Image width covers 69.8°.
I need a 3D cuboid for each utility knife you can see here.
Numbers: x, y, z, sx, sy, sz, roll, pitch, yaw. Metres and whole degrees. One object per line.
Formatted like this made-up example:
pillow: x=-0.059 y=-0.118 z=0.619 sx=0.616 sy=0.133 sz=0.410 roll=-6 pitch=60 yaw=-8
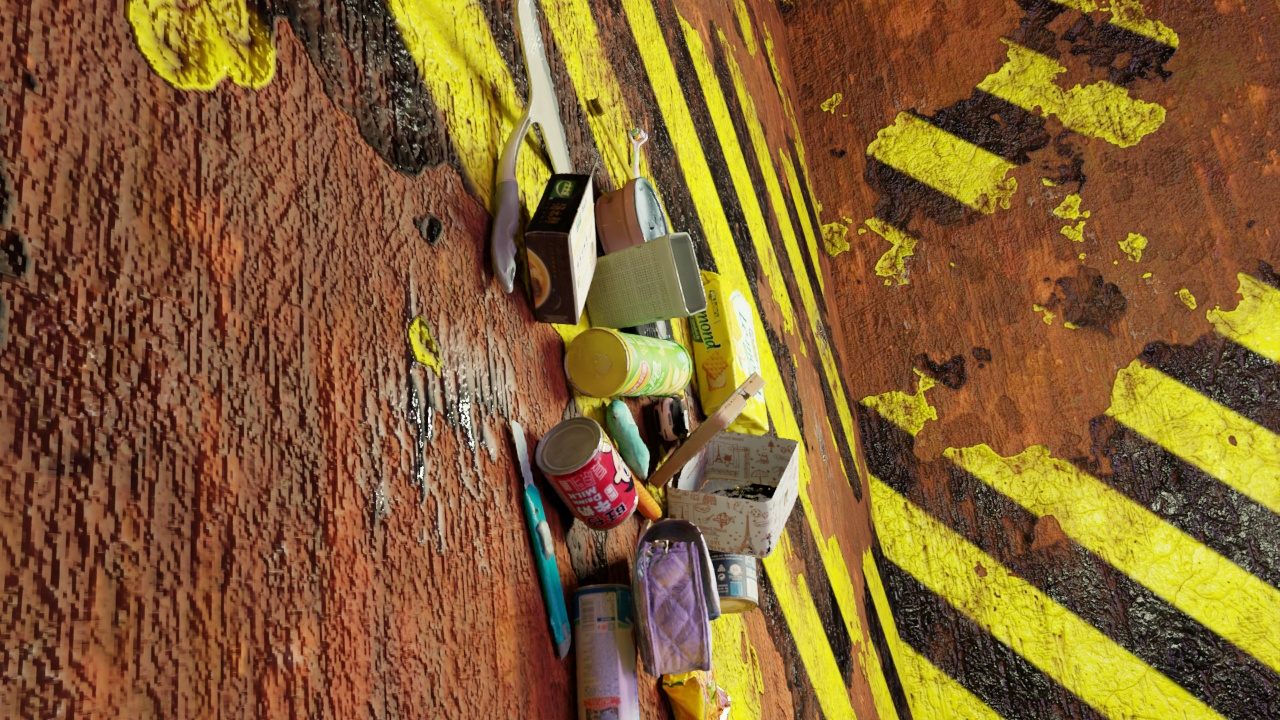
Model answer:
utility knife: x=-0.085 y=0.152 z=0.785 sx=0.029 sy=0.013 sz=0.207 roll=-15 pitch=92 yaw=-71

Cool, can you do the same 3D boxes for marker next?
marker: x=0.054 y=0.071 z=1.217 sx=0.018 sy=0.015 sz=0.124 roll=-2 pitch=82 yaw=-68

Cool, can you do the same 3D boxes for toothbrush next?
toothbrush: x=-0.016 y=-0.252 z=1.185 sx=0.190 sy=0.017 sz=0.015 roll=61 pitch=31 yaw=-22
toothbrush: x=-0.008 y=-0.243 z=1.235 sx=0.021 sy=0.029 sz=0.188 roll=114 pitch=-18 yaw=-54

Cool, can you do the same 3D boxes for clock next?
clock: x=-0.003 y=-0.143 z=1.125 sx=0.117 sy=0.060 sz=0.158 roll=-47 pitch=120 yaw=-68

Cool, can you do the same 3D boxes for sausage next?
sausage: x=-0.013 y=0.132 z=0.980 sx=0.165 sy=0.021 sz=0.021 roll=56 pitch=29 yaw=-46

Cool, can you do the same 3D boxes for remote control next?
remote control: x=0.010 y=-0.043 z=1.148 sx=0.136 sy=0.024 sz=0.053 roll=-1 pitch=76 yaw=-71

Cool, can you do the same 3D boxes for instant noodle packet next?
instant noodle packet: x=0.062 y=0.364 z=1.013 sx=0.110 sy=0.044 sz=0.128 roll=-68 pitch=141 yaw=-65

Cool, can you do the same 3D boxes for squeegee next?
squeegee: x=-0.118 y=-0.167 z=0.860 sx=0.247 sy=0.039 sz=0.246 roll=80 pitch=15 yaw=-60

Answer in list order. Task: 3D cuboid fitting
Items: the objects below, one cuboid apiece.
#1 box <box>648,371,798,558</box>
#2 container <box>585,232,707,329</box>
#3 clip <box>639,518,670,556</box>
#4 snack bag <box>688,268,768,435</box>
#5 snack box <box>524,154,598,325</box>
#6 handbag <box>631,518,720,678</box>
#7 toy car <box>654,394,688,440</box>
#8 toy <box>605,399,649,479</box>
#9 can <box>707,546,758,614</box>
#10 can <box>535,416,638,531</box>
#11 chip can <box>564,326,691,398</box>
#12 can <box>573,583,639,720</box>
box: x=0.106 y=0.108 z=1.111 sx=0.182 sy=0.153 sz=0.178 roll=-44 pitch=137 yaw=-61
container: x=0.001 y=-0.083 z=1.014 sx=0.090 sy=0.114 sz=0.090 roll=-24 pitch=101 yaw=-70
clip: x=0.014 y=0.214 z=0.992 sx=0.104 sy=0.035 sz=0.083 roll=-66 pitch=143 yaw=-47
snack bag: x=0.130 y=-0.005 z=1.389 sx=0.158 sy=0.068 sz=0.246 roll=34 pitch=46 yaw=-61
snack box: x=-0.070 y=-0.117 z=0.881 sx=0.113 sy=0.053 sz=0.126 roll=-78 pitch=168 yaw=-50
handbag: x=0.030 y=0.226 z=0.868 sx=0.194 sy=0.075 sz=0.134 roll=99 pitch=-15 yaw=-74
toy car: x=0.038 y=0.071 z=1.142 sx=0.122 sy=0.037 sz=0.056 roll=2 pitch=82 yaw=-82
toy: x=-0.013 y=0.084 z=0.994 sx=0.096 sy=0.030 sz=0.092 roll=-86 pitch=154 yaw=-85
can: x=0.107 y=0.257 z=1.154 sx=0.075 sy=0.075 sz=0.111 roll=49 pitch=34 yaw=-53
can: x=-0.047 y=0.105 z=0.839 sx=0.066 sy=0.067 sz=0.094 roll=-82 pitch=152 yaw=-45
chip can: x=-0.006 y=0.006 z=1.005 sx=0.221 sy=0.073 sz=0.072 roll=5 pitch=73 yaw=-69
can: x=-0.030 y=0.267 z=0.803 sx=0.053 sy=0.053 sz=0.134 roll=40 pitch=41 yaw=-59
